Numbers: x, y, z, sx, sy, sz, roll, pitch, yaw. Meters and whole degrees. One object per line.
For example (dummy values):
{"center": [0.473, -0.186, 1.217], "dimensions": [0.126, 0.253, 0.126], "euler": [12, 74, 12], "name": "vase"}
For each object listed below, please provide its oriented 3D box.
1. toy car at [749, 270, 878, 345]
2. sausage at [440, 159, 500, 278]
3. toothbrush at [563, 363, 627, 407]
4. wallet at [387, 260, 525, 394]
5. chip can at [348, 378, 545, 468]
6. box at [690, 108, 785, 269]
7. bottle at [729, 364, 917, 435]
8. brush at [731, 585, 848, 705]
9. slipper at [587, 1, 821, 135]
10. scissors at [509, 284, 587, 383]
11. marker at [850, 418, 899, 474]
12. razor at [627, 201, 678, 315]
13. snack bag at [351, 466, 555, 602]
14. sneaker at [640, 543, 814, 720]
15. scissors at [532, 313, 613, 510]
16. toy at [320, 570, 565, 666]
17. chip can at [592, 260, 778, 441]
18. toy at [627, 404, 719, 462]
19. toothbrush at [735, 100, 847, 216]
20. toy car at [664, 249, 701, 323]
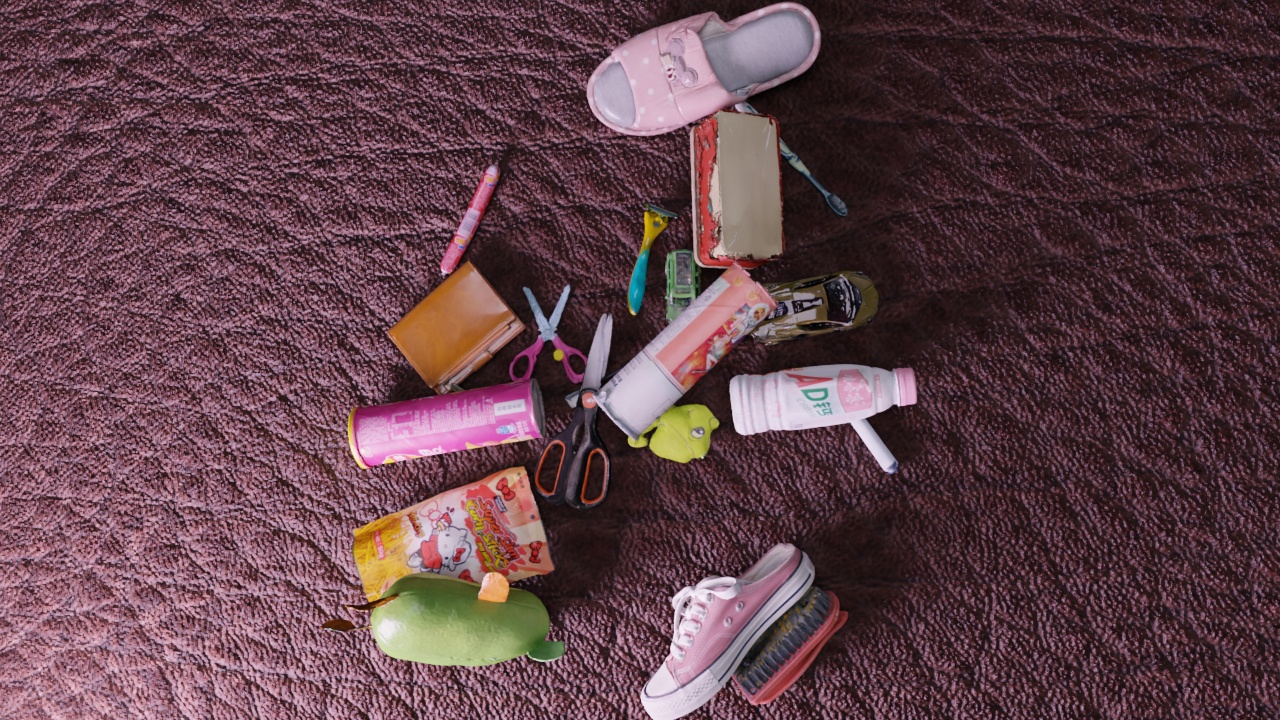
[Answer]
{"center": [0.193, -0.062, 1.042], "dimensions": [0.158, 0.042, 0.070], "euler": [-11, 85, 0], "name": "toy car"}
{"center": [-0.200, -0.168, 1.087], "dimensions": [0.020, 0.020, 0.156], "euler": [25, 87, 5], "name": "sausage"}
{"center": [-0.006, 0.006, 1.062], "dimensions": [0.181, 0.015, 0.018], "euler": [-29, 90, 2], "name": "toothbrush"}
{"center": [-0.212, -0.032, 1.068], "dimensions": [0.130, 0.035, 0.119], "euler": [-40, 84, 1], "name": "wallet"}
{"center": [-0.217, 0.071, 1.043], "dimensions": [0.210, 0.071, 0.071], "euler": [-9, 85, 2], "name": "chip can"}
{"center": [0.110, -0.191, 1.025], "dimensions": [0.091, 0.079, 0.168], "euler": [0, 84, -22], "name": "box"}
{"center": [0.200, 0.040, 1.008], "dimensions": [0.197, 0.068, 0.068], "euler": [-6, 85, 10], "name": "bottle"}
{"center": [0.164, 0.310, 1.006], "dimensions": [0.146, 0.063, 0.069], "euler": [-44, 115, -2], "name": "brush"}
{"center": [0.071, -0.334, 1.046], "dimensions": [0.274, 0.054, 0.114], "euler": [-15, 103, 8], "name": "slipper"}
{"center": [-0.114, -0.025, 1.073], "dimensions": [0.125, 0.017, 0.133], "euler": [-29, 80, 4], "name": "scissors"}
{"center": [0.250, 0.071, 1.037], "dimensions": [0.023, 0.018, 0.130], "euler": [-40, 81, 37], "name": "marker"}
{"center": [0.006, -0.116, 1.064], "dimensions": [0.043, 0.028, 0.132], "euler": [17, 83, -26], "name": "razor"}
{"center": [-0.212, 0.209, 1.041], "dimensions": [0.208, 0.073, 0.128], "euler": [-18, 84, -5], "name": "snack bag"}
{"center": [0.079, 0.277, 0.989], "dimensions": [0.241, 0.118, 0.088], "euler": [-44, 102, -6], "name": "sneaker"}
{"center": [-0.076, 0.055, 1.047], "dimensions": [0.137, 0.021, 0.235], "euler": [-8, 91, 6], "name": "scissors"}
{"center": [-0.204, 0.276, 0.978], "dimensions": [0.246, 0.228, 0.089], "euler": [16, 52, -29], "name": "toy"}
{"center": [0.049, -0.011, 1.001], "dimensions": [0.215, 0.071, 0.071], "euler": [-44, 84, 3], "name": "chip can"}
{"center": [0.034, 0.077, 1.045], "dimensions": [0.097, 0.031, 0.100], "euler": [-40, 80, 4], "name": "toy"}
{"center": [0.175, -0.239, 1.069], "dimensions": [0.016, 0.018, 0.191], "euler": [-42, 84, 0], "name": "toothbrush"}
{"center": [0.049, -0.084, 1.056], "dimensions": [0.043, 0.036, 0.091], "euler": [-2, 89, 2], "name": "toy car"}
